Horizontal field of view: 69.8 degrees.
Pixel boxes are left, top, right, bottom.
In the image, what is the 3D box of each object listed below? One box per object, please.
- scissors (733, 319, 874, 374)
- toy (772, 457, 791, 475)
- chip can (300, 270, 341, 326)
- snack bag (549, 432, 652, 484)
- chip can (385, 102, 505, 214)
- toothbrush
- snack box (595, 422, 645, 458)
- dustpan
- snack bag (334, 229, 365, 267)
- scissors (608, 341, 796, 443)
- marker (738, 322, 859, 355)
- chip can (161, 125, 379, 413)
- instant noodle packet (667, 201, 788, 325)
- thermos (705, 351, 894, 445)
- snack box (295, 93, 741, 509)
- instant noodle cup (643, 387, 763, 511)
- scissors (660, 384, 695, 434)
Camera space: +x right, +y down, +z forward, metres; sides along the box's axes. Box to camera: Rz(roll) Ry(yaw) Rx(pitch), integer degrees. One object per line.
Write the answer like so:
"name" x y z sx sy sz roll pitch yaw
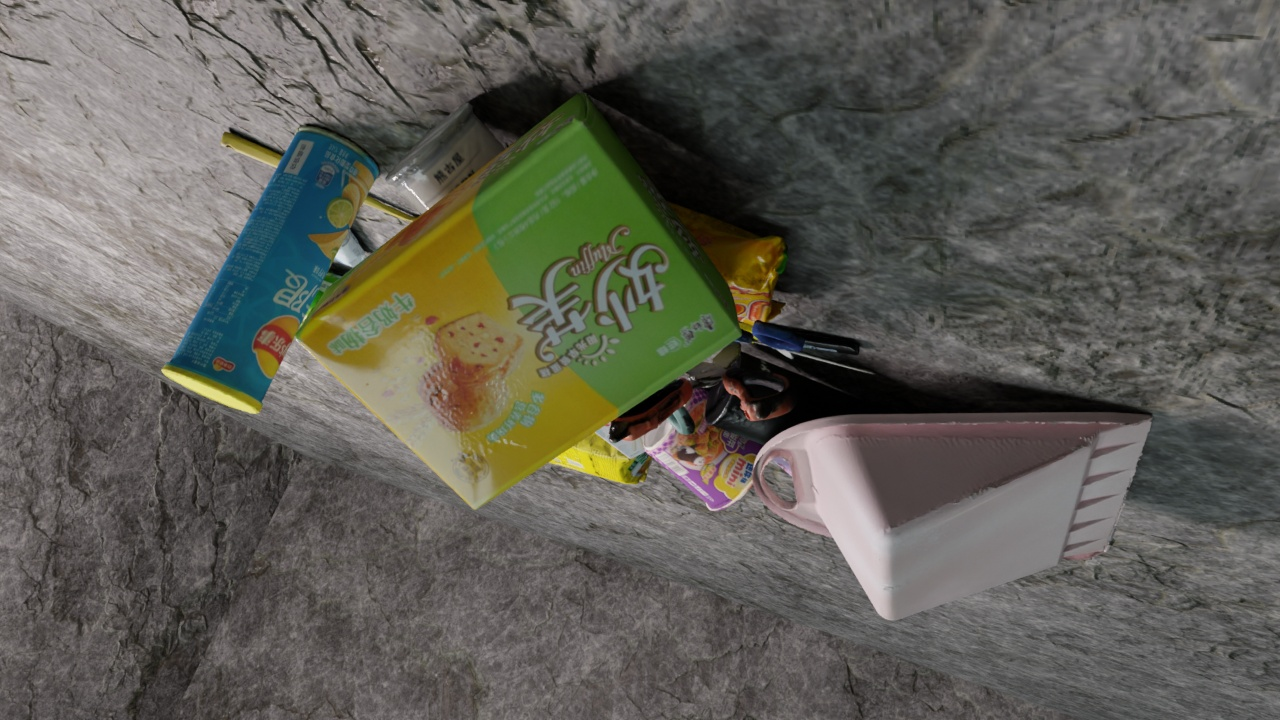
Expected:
"scissors" 0.086 -0.015 0.657 0.162 0.012 0.173 15 178 18
"toy" 0.168 0.105 0.979 0.108 0.039 0.084 34 167 -37
"chip can" -0.272 -0.038 1.007 0.221 0.072 0.073 19 162 8
"snack bag" -0.068 0.107 1.207 0.158 0.068 0.247 19 163 9
"chip can" -0.065 -0.063 0.607 0.215 0.071 0.071 47 153 -23
"toothbrush" -0.260 -0.144 0.772 0.190 0.016 0.016 24 162 -9
"snack box" -0.016 0.049 0.975 0.085 0.026 0.157 -28 142 16
"dustpan" 0.241 0.098 0.750 0.273 0.138 0.223 -20 140 -2
"snack bag" -0.289 -0.116 0.875 0.048 0.026 0.104 31 163 9
"scissors" 0.048 0.017 0.671 0.189 0.225 0.015 -2 108 43
"marker" 0.111 -0.017 0.723 0.124 0.015 0.018 11 164 26
"chip can" -0.272 -0.069 0.687 0.071 0.210 0.071 19 162 6
"instant noodle packet" 0.038 -0.065 0.622 0.128 0.044 0.111 18 166 10
"thermos" 0.176 0.064 0.800 0.242 0.068 0.090 22 -176 -12
"snack box" -0.069 -0.029 0.544 0.157 0.210 0.070 50 -164 -24
"instant noodle cup" 0.065 0.080 0.931 0.099 0.111 0.112 35 160 -13
"scissors" -0.005 0.005 0.806 0.181 0.019 0.170 49 171 14
